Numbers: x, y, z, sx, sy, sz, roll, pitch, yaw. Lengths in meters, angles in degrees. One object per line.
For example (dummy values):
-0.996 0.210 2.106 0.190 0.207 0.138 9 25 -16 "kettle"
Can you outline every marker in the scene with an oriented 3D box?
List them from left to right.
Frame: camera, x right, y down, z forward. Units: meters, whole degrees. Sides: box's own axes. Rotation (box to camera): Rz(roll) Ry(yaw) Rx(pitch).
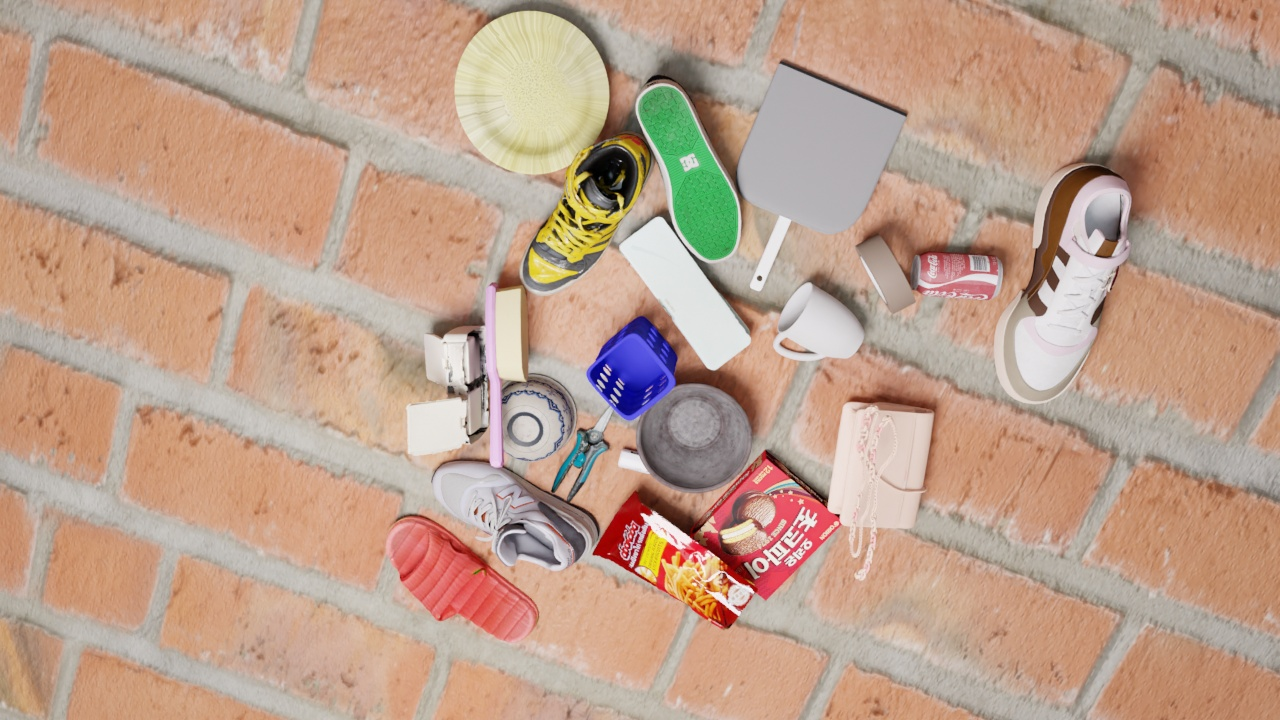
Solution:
0.034 0.143 1.216 0.126 0.025 0.025 14 106 2 "marker"

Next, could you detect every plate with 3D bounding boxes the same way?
-0.127 -0.319 1.101 0.184 0.036 0.184 1 105 5 "plate"

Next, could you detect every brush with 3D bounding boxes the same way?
-0.164 0.017 1.136 0.043 0.089 0.228 -2 81 -1 "brush"

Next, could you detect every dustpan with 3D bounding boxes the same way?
0.190 -0.204 1.108 0.163 0.033 0.258 23 97 -1 "dustpan"

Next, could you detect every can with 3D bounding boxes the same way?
0.379 -0.102 1.103 0.096 0.054 0.054 4 105 4 "can"

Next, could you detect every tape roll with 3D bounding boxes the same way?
0.291 -0.103 1.090 0.030 0.093 0.094 -29 100 12 "tape roll"

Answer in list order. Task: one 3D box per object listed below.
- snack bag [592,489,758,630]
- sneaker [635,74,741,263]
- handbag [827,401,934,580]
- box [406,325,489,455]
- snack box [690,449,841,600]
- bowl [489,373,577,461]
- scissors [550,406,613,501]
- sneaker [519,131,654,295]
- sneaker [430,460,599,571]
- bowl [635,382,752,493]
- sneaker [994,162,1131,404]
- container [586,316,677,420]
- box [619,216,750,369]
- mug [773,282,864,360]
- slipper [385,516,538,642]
0.048 0.271 1.219 0.208 0.066 0.139 35 132 9 "snack bag"
0.061 -0.230 1.097 0.084 0.079 0.235 -18 119 13 "sneaker"
0.313 0.154 1.107 0.116 0.187 0.199 6 99 -8 "handbag"
-0.245 0.035 1.131 0.081 0.181 0.143 0 98 6 "box"
0.166 0.219 1.218 0.132 0.035 0.152 39 105 -5 "snack box"
-0.144 0.080 1.198 0.115 0.059 0.115 1 105 5 "bowl"
-0.080 0.122 1.224 0.135 0.019 0.130 -14 103 7 "scissors"
-0.071 -0.167 1.093 0.086 0.122 0.239 36 104 -3 "sneaker"
-0.173 0.209 1.201 0.240 0.124 0.089 21 105 0 "sneaker"
0.069 0.090 1.176 0.145 0.067 0.145 1 105 5 "bowl"
0.504 -0.077 1.065 0.112 0.116 0.294 13 106 2 "sneaker"
-0.007 0.007 1.137 0.084 0.113 0.085 -39 98 13 "container"
0.057 -0.084 1.139 0.086 0.072 0.199 -34 98 32 "box"
0.217 -0.032 1.137 0.089 0.071 0.107 30 133 -12 "mug"
-0.254 0.316 1.272 0.249 0.059 0.104 39 104 -7 "slipper"
